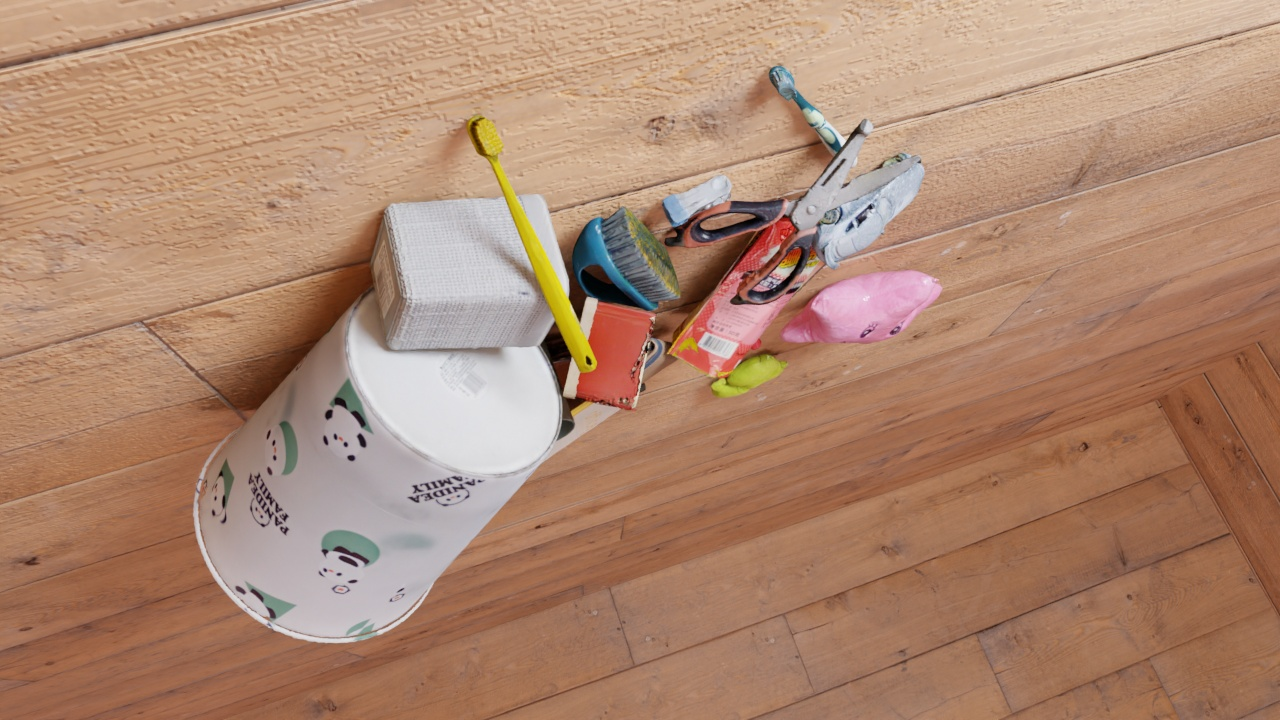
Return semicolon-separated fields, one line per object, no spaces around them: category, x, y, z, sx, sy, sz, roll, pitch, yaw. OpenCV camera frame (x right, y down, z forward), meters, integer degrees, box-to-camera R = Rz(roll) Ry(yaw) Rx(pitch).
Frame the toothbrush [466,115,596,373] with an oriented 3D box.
toothbrush;-0.067;-0.071;0.603;0.015;0.190;0.016;-33;-150;-18

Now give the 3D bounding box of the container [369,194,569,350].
container;-0.125;-0.061;0.654;0.114;0.090;0.090;-6;156;-28

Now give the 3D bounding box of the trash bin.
trash bin;-0.209;0.075;0.755;0.229;0.229;0.253;1;146;-45

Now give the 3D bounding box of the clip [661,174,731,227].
clip;0.046;-0.129;0.734;0.058;0.025;0.036;-24;167;-6

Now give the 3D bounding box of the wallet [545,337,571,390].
wallet;-0.065;0.006;0.973;0.101;0.032;0.125;-14;161;-25

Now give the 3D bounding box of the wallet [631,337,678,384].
wallet;-0.006;0.006;0.962;0.090;0.033;0.115;-35;168;13

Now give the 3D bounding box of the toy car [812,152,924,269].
toy car;0.205;-0.133;0.820;0.121;0.037;0.054;-42;147;4

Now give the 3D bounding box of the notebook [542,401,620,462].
notebook;-0.092;0.086;1.084;0.206;0.010;0.146;-34;169;-11

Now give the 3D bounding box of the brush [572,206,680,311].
brush;-0.016;-0.077;0.764;0.073;0.055;0.144;-21;161;12

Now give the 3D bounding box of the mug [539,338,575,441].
mug;-0.120;0.035;0.888;0.083;0.103;0.124;-15;161;-14

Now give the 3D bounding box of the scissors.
scissors;0.124;-0.116;0.770;0.226;0.015;0.189;-6;141;12

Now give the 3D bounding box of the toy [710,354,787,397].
toy;0.141;0.022;1.214;0.096;0.031;0.100;-8;158;-25

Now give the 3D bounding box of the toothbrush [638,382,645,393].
toothbrush;-0.003;0.005;1.059;0.017;0.012;0.186;-24;161;-8

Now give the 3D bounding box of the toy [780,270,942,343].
toy;0.255;-0.061;1.033;0.194;0.074;0.179;-5;164;-37

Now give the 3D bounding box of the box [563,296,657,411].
box;-0.021;0.000;0.811;0.078;0.091;0.168;13;179;-2

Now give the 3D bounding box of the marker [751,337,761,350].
marker;0.123;-0.040;1.053;0.017;0.017;0.145;-23;160;7

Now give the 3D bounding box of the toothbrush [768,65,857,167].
toothbrush;0.136;-0.178;0.698;0.016;0.018;0.191;-27;159;22

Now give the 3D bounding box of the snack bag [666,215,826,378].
snack bag;0.116;-0.072;0.898;0.128;0.073;0.208;-2;143;-40
